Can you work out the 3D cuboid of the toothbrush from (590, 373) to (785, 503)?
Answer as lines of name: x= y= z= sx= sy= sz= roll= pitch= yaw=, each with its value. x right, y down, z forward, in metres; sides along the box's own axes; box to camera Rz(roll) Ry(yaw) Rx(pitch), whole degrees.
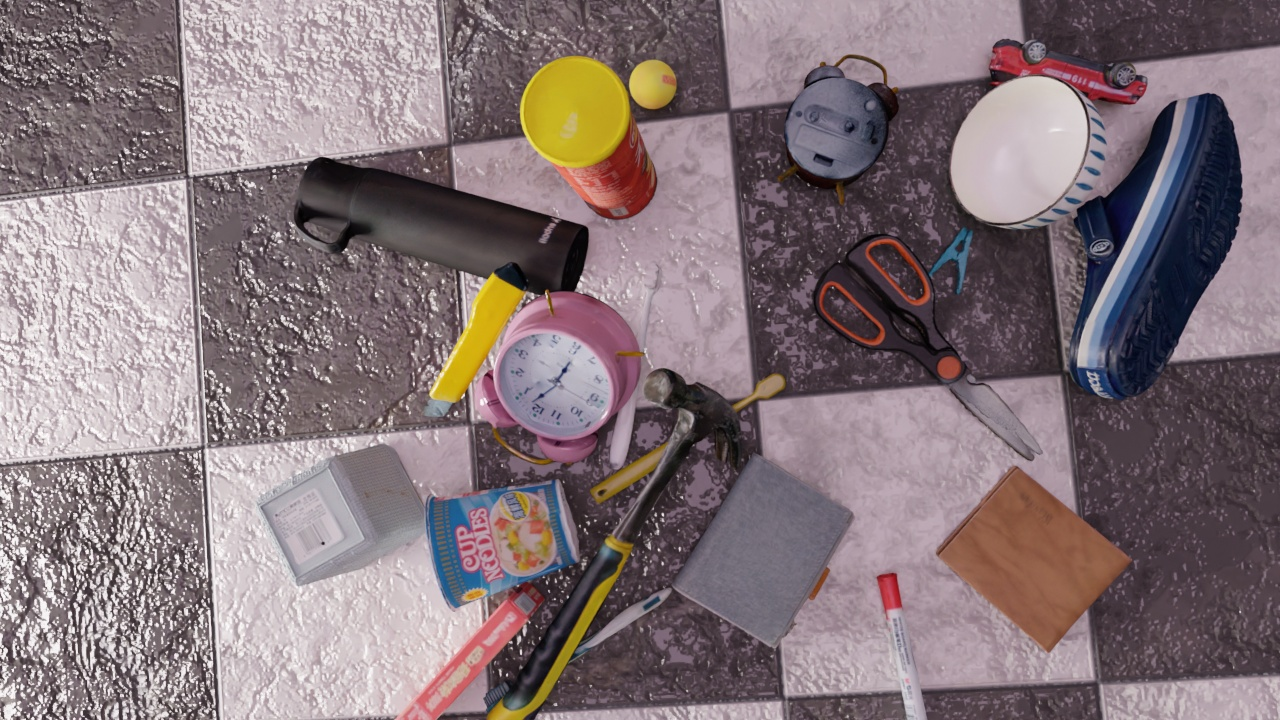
toothbrush: x=0.040 y=0.066 z=0.776 sx=0.190 sy=0.016 sz=0.015 roll=-33 pitch=85 yaw=5

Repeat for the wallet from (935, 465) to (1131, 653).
wallet: x=0.315 y=0.159 z=0.739 sx=0.115 sy=0.020 sz=0.101 roll=41 pitch=91 yaw=10

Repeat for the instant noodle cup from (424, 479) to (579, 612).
instant noodle cup: x=-0.110 y=0.144 z=0.755 sx=0.110 sy=0.099 sz=0.099 roll=-15 pitch=85 yaw=-2

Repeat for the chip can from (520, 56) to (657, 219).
chip can: x=-0.030 y=-0.158 z=0.694 sx=0.073 sy=0.216 sz=0.073 roll=0 pitch=88 yaw=7

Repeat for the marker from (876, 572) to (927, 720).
marker: x=0.215 y=0.246 z=0.746 sx=0.017 sy=0.017 sz=0.145 roll=-12 pitch=86 yaw=6

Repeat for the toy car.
toy car: x=0.340 y=-0.227 z=0.737 sx=0.120 sy=0.052 sz=0.045 roll=18 pitch=111 yaw=13

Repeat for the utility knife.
utility knife: x=-0.142 y=-0.013 z=0.771 sx=0.033 sy=0.015 sz=0.177 roll=31 pitch=118 yaw=-9

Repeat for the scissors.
scissors: x=0.233 y=0.005 z=0.758 sx=0.139 sy=0.021 sz=0.235 roll=-23 pitch=89 yaw=13

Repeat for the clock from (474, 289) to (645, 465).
clock: x=-0.071 y=0.022 z=0.753 sx=0.117 sy=0.059 sz=0.159 roll=31 pitch=122 yaw=-3

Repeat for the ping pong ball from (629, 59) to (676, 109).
ping pong ball: x=0.011 y=-0.235 z=0.781 sx=0.040 sy=0.040 sz=0.040 roll=0 pitch=87 yaw=6

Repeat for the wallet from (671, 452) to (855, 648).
wallet: x=0.104 y=0.157 z=0.753 sx=0.106 sy=0.037 sz=0.129 roll=32 pitch=89 yaw=-1

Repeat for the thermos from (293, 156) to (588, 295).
thermos: x=-0.172 y=-0.105 z=0.779 sx=0.242 sy=0.068 sz=0.089 roll=15 pitch=61 yaw=8

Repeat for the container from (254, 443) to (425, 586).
container: x=-0.246 y=0.126 z=0.758 sx=0.090 sy=0.111 sz=0.090 roll=-30 pitch=84 yaw=4

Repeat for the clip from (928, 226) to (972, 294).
clip: x=0.260 y=-0.084 z=0.758 sx=0.034 sy=0.013 sz=0.055 roll=21 pitch=89 yaw=6

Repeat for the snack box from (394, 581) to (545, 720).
snack box: x=-0.144 y=0.252 z=0.758 sx=0.025 sy=0.075 sz=0.153 roll=43 pitch=92 yaw=6

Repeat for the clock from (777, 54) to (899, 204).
clock: x=0.164 y=-0.195 z=0.754 sx=0.082 sy=0.055 sz=0.122 roll=22 pitch=89 yaw=8

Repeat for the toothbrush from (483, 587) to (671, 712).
toothbrush: x=-0.055 y=0.243 z=0.779 sx=0.192 sy=0.016 sz=0.018 roll=-34 pitch=73 yaw=4

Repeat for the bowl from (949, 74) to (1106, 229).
bowl: x=0.311 y=-0.157 z=0.719 sx=0.066 sy=0.117 sz=0.116 roll=7 pitch=87 yaw=-37

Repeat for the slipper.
slipper: x=0.384 y=-0.085 z=0.709 sx=0.095 sy=0.105 sz=0.252 roll=14 pitch=71 yaw=47

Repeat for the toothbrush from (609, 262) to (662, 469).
toothbrush: x=-0.005 y=0.005 z=0.783 sx=0.016 sy=0.016 sz=0.180 roll=11 pitch=89 yaw=11

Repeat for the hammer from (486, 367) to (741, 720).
hammer: x=-0.023 y=0.162 z=0.736 sx=0.032 sy=0.126 sz=0.323 roll=37 pitch=98 yaw=45
